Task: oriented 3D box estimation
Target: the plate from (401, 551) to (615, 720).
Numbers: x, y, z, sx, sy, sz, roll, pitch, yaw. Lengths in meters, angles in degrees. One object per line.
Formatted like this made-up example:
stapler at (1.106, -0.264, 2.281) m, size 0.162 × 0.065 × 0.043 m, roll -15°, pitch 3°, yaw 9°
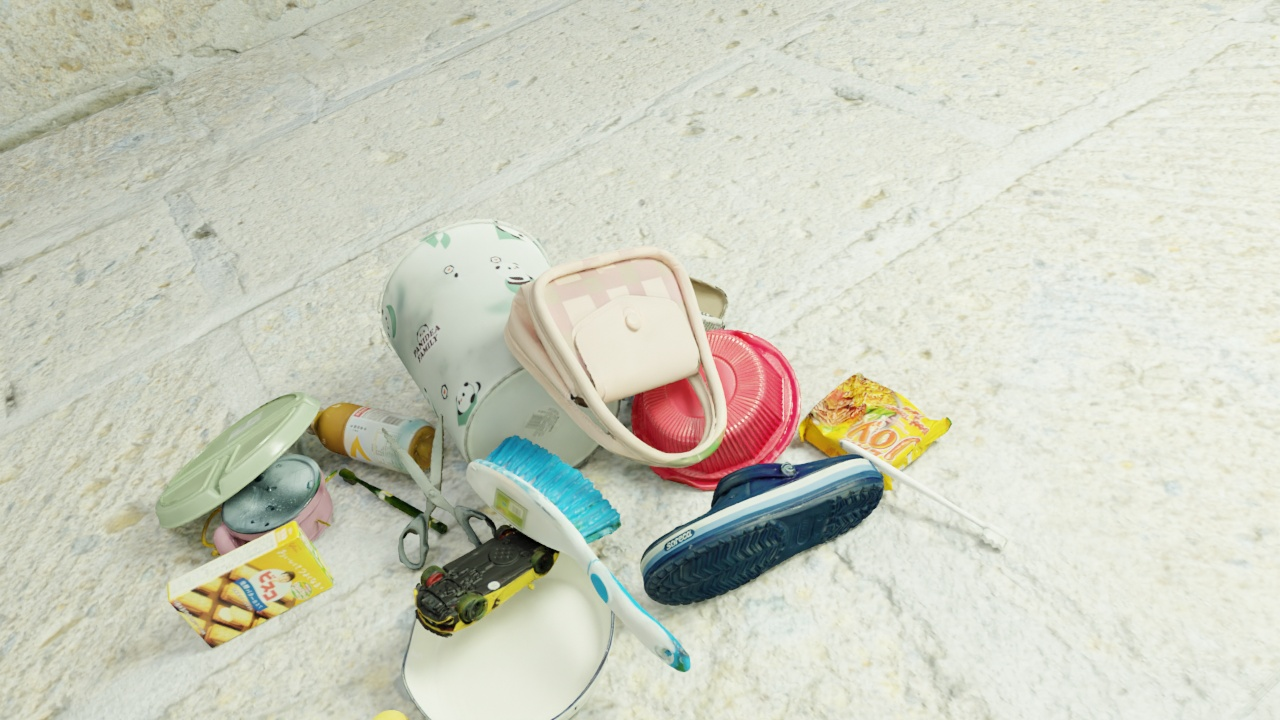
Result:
plate at (-0.119, 0.267, 0.862) m, size 0.205 × 0.046 × 0.204 m, roll -9°, pitch 39°, yaw 7°

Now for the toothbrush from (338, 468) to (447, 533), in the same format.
toothbrush at (-0.289, 0.164, 1.066) m, size 0.186 × 0.017 × 0.012 m, roll 19°, pitch 49°, yaw 33°

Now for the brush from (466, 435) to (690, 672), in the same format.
brush at (-0.051, 0.171, 0.856) m, size 0.315 × 0.061 × 0.109 m, roll 30°, pitch 28°, yaw 28°

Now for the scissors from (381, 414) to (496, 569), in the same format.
scissors at (-0.215, 0.145, 0.966) m, size 0.159 × 0.181 × 0.014 m, roll 23°, pitch 13°, yaw -5°

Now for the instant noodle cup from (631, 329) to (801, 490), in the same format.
instant noodle cup at (0.074, 0.040, 0.994) m, size 0.194 × 0.066 × 0.193 m, roll -7°, pitch 64°, yaw 15°

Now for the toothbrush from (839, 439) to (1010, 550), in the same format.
toothbrush at (0.268, 0.126, 0.883) m, size 0.180 × 0.016 × 0.016 m, roll 32°, pitch 64°, yaw 25°

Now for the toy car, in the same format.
toy car at (-0.141, 0.204, 0.871) m, size 0.071 × 0.041 × 0.155 m, roll 23°, pitch 38°, yaw 37°

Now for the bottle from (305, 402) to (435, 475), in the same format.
bottle at (-0.333, 0.091, 1.122) m, size 0.190 × 0.068 × 0.067 m, roll 10°, pitch 46°, yaw 29°

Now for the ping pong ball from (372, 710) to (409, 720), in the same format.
ping pong ball at (-0.225, 0.335, 0.822) m, size 0.040 × 0.040 × 0.040 m, roll -10°, pitch 40°, yaw 8°

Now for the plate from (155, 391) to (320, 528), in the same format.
plate at (-0.492, 0.114, 1.116) m, size 0.230 × 0.027 × 0.229 m, roll -28°, pitch 23°, yaw 13°

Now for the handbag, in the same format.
handbag at (-0.005, 0.005, 0.913) m, size 0.192 × 0.094 × 0.234 m, roll -17°, pitch 69°, yaw -38°

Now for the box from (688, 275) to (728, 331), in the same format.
box at (0.032, -0.077, 1.146) m, size 0.162 × 0.076 × 0.087 m, roll 22°, pitch 8°, yaw -5°

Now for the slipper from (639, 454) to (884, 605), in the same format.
slipper at (0.110, 0.144, 0.877) m, size 0.252 × 0.105 × 0.095 m, roll -21°, pitch 47°, yaw -10°

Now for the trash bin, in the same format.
trash bin at (-0.157, -0.003, 1.064) m, size 0.229 × 0.230 × 0.252 m, roll -27°, pitch 47°, yaw -13°

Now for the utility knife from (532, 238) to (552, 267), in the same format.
utility knife at (-0.135, -0.121, 1.343) m, size 0.029 × 0.013 × 0.222 m, roll -20°, pitch 42°, yaw -2°

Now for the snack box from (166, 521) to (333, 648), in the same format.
snack box at (-0.407, 0.235, 0.964) m, size 0.140 × 0.087 × 0.033 m, roll -27°, pitch 40°, yaw -14°

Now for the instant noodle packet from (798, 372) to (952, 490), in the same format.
instant noodle packet at (0.244, 0.072, 0.967) m, size 0.110 × 0.044 × 0.128 m, roll -38°, pitch 44°, yaw -18°

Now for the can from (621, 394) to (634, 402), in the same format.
can at (0.043, 0.024, 1.082) m, size 0.135 × 0.053 × 0.053 m, roll -1°, pitch 42°, yaw 18°

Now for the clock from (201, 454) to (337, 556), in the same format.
clock at (-0.435, 0.176, 1.066) m, size 0.158 × 0.060 × 0.117 m, roll -14°, pitch 40°, yaw 0°
